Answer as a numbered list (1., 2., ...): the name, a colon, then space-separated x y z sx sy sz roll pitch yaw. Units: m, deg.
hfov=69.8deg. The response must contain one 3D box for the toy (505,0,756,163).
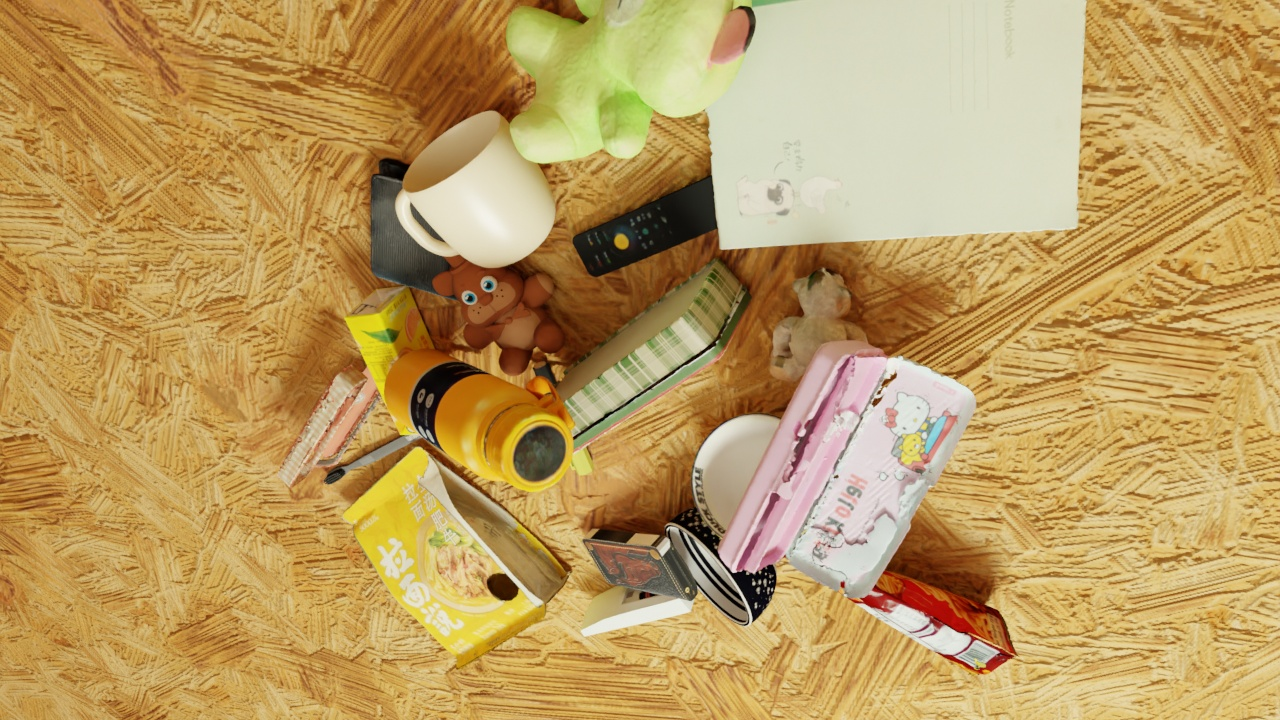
1. toy: 0.001 -0.216 0.625 0.197 0.107 0.150 -14 74 28

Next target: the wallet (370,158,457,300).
1. wallet: -0.193 -0.111 0.806 0.089 0.026 0.115 15 126 7

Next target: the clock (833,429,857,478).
1. clock: 0.193 0.117 0.788 0.055 0.092 0.141 2 122 26

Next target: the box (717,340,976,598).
1. box: 0.150 0.083 0.709 0.146 0.077 0.202 14 113 -22

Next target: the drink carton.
1. drink carton: -0.226 0.002 0.872 0.043 0.058 0.135 -4 121 23

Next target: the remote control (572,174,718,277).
1. remote control: 0.012 -0.109 0.742 0.152 0.020 0.041 -19 109 29

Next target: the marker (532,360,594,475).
1. marker: -0.076 0.056 0.882 0.021 0.017 0.124 -9 117 23

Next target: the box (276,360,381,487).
1. box: -0.312 0.063 0.935 0.041 0.082 0.187 44 127 1

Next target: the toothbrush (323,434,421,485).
1. toothbrush: -0.285 0.102 0.988 0.168 0.013 0.013 -26 111 28

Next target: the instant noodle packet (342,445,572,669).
1. instant noodle packet: -0.211 0.211 1.001 0.221 0.084 0.163 47 122 -6

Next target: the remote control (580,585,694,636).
1. remote control: -0.002 0.251 0.966 0.144 0.049 0.024 -22 114 30

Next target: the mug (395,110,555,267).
1. mug: -0.130 -0.122 0.729 0.120 0.096 0.100 -26 127 16

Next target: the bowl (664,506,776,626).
1. bowl: 0.087 0.183 0.872 0.120 0.066 0.120 45 159 23

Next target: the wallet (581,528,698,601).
1. wallet: -0.002 0.204 0.924 0.123 0.019 0.072 -5 119 49

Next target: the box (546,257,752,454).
1. box: -0.005 0.004 0.764 0.206 0.117 0.051 -37 104 32

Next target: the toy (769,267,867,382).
1. toy: 0.139 -0.028 0.733 0.085 0.074 0.106 11 122 27

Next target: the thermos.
1. thermos: -0.134 0.039 0.757 0.076 0.091 0.233 30 173 -35

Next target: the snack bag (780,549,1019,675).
1. snack bag: 0.225 0.222 0.840 0.208 0.066 0.139 22 169 -1

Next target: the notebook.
1. notebook: 0.169 -0.172 0.639 0.253 0.010 0.182 -1 113 19

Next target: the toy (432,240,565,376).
1. toy: -0.125 -0.052 0.793 0.095 0.065 0.128 -35 115 10

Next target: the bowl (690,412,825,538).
1. bowl: 0.111 0.108 0.811 0.117 0.067 0.117 -5 77 24
